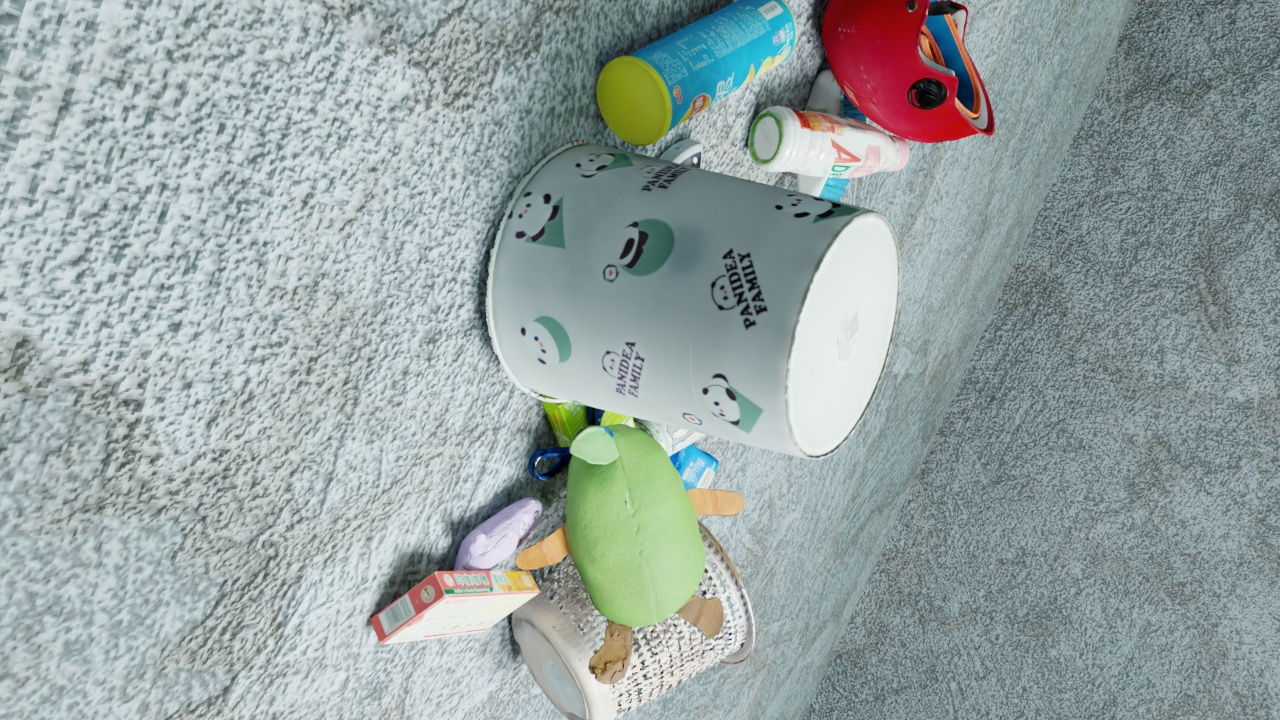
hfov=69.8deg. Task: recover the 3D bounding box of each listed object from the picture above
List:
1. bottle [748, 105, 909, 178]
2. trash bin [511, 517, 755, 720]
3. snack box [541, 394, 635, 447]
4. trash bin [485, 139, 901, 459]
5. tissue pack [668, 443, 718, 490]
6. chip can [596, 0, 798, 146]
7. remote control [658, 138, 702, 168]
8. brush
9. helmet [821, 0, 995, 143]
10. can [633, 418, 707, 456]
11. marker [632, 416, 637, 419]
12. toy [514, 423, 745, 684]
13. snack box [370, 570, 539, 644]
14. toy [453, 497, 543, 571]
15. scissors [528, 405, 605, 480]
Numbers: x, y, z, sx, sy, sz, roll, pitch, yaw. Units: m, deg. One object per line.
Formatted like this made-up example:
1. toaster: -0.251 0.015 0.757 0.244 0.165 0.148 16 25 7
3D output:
1. bottle: 0.213 -0.235 1.008 0.196 0.068 0.068 -2 118 -32
2. trash bin: -0.021 0.280 0.989 0.191 0.227 0.228 -29 138 -30
3. snack box: -0.048 0.056 0.922 0.085 0.026 0.156 -50 151 -25
4. trash bin: 0.048 -0.044 0.720 0.228 0.252 0.230 -27 126 -47
5. tissue pack: 0.044 0.145 1.135 0.095 0.052 0.157 -63 153 -6
6. chip can: 0.054 -0.254 0.784 0.209 0.071 0.071 -41 145 -39
7. remote control: 0.037 -0.143 0.906 0.058 0.021 0.150 -41 146 -38
8. brush: 0.200 -0.188 1.082 0.109 0.061 0.314 -1 103 -54
9. helmet: 0.285 -0.336 1.004 0.240 0.144 0.206 56 38 -28
10. can: 0.049 0.068 1.048 0.146 0.058 0.058 -24 134 -39
11. marker: -0.006 0.006 0.963 0.018 0.023 0.131 -51 152 -53
12. toy: -0.005 0.170 0.869 0.226 0.090 0.247 -15 100 -14
13. snack box: -0.162 0.221 0.828 0.077 0.027 0.155 -37 156 12
14. toy: -0.130 0.161 0.850 0.107 0.039 0.084 -29 157 -47
15. scissors: -0.052 0.078 0.891 0.175 0.012 0.163 -19 130 -53
